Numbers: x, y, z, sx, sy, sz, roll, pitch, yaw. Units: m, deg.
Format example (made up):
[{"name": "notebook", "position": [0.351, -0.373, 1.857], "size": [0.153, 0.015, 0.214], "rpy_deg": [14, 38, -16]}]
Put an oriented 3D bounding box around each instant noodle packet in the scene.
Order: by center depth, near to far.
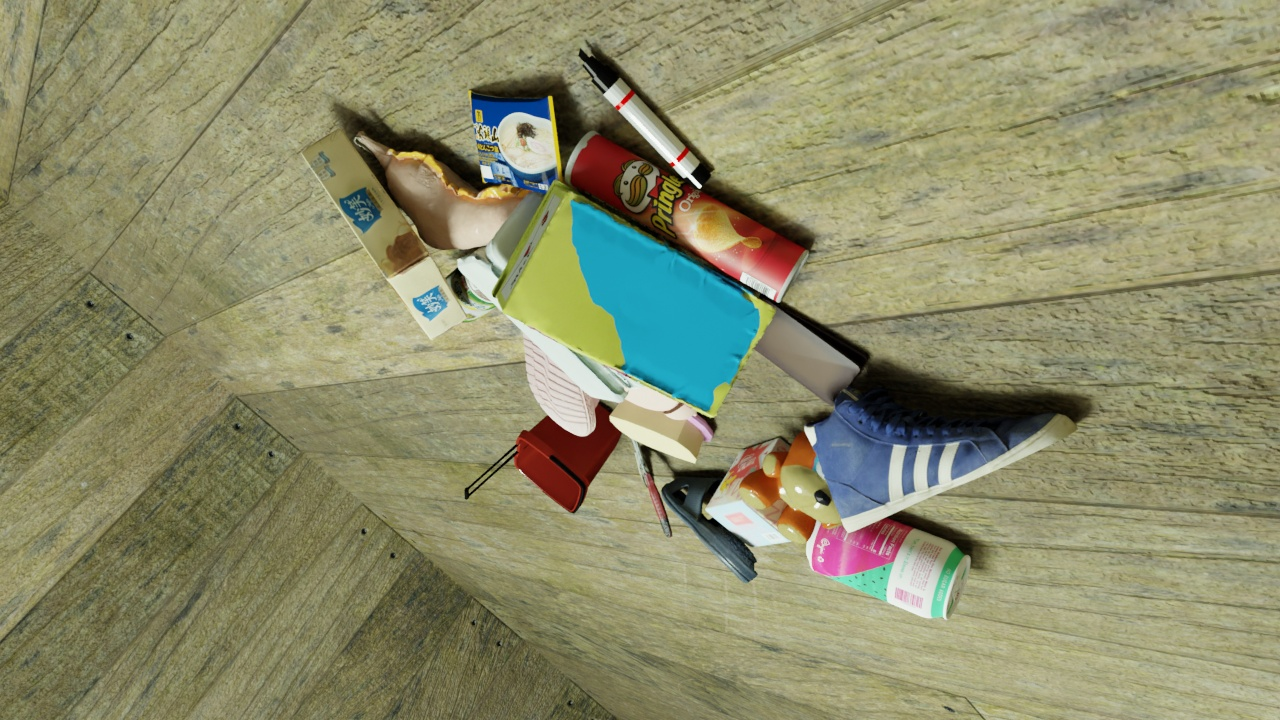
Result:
[{"name": "instant noodle packet", "position": [-0.114, -0.199, 0.838], "size": [0.134, 0.026, 0.087], "rpy_deg": [20, 125, 45]}]

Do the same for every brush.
[{"name": "brush", "position": [-0.017, 0.065, 1.158], "size": [0.229, 0.043, 0.089], "rpy_deg": [19, 162, 31]}]

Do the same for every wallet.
[{"name": "wallet", "position": [0.153, -0.010, 0.884], "size": [0.115, 0.018, 0.092], "rpy_deg": [35, 154, 10]}]

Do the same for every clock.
[{"name": "clock", "position": [-0.006, 0.006, 1.030], "size": [0.131, 0.086, 0.160], "rpy_deg": [19, 156, 30]}]

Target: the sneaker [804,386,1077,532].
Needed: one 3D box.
[{"name": "sneaker", "position": [0.251, 0.056, 0.818], "size": [0.234, 0.091, 0.118], "rpy_deg": [-37, 75, 42]}]

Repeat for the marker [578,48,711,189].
[{"name": "marker", "position": [0.002, -0.197, 0.747], "size": [0.145, 0.019, 0.019], "rpy_deg": [43, 153, -15]}]

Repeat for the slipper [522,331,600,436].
[{"name": "slipper", "position": [-0.091, -0.019, 1.106], "size": [0.094, 0.064, 0.240], "rpy_deg": [19, 132, 35]}]

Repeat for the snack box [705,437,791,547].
[{"name": "snack box", "position": [0.145, 0.156, 1.074], "size": [0.079, 0.094, 0.093], "rpy_deg": [40, 154, -9]}]

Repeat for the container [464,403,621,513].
[{"name": "container", "position": [-0.126, 0.150, 1.260], "size": [0.127, 0.200, 0.148], "rpy_deg": [38, 155, 8]}]

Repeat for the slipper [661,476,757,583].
[{"name": "slipper", "position": [0.107, 0.205, 1.202], "size": [0.101, 0.082, 0.263], "rpy_deg": [46, 177, -17]}]

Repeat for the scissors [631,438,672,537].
[{"name": "scissors", "position": [0.009, 0.162, 1.292], "size": [0.179, 0.015, 0.196], "rpy_deg": [168, 81, -86]}]

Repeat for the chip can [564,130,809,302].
[{"name": "chip can", "position": [0.039, -0.124, 0.788], "size": [0.215, 0.051, 0.052], "rpy_deg": [31, 154, 9]}]

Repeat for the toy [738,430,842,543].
[{"name": "toy", "position": [0.191, 0.121, 0.963], "size": [0.112, 0.096, 0.176], "rpy_deg": [42, 119, -6]}]

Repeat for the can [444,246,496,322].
[{"name": "can", "position": [-0.197, -0.089, 1.107], "size": [0.067, 0.067, 0.121], "rpy_deg": [43, 153, -15]}]

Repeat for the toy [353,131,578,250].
[{"name": "toy", "position": [-0.174, -0.175, 0.949], "size": [0.265, 0.065, 0.196], "rpy_deg": [-1, 135, 46]}]

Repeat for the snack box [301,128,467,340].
[{"name": "snack box", "position": [-0.286, -0.139, 1.037], "size": [0.207, 0.055, 0.153], "rpy_deg": [52, 170, 22]}]

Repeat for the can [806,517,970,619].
[{"name": "can", "position": [0.277, 0.224, 1.037], "size": [0.166, 0.088, 0.088], "rpy_deg": [18, 149, 32]}]

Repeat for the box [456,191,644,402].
[{"name": "box", "position": [-0.064, -0.063, 0.892], "size": [0.211, 0.105, 0.130], "rpy_deg": [46, 160, -22]}]

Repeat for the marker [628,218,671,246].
[{"name": "marker", "position": [0.041, -0.087, 0.886], "size": [0.146, 0.017, 0.017], "rpy_deg": [47, 152, -21]}]

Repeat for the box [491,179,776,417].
[{"name": "box", "position": [-0.004, -0.051, 0.807], "size": [0.221, 0.124, 0.083], "rpy_deg": [25, -171, -21]}]
